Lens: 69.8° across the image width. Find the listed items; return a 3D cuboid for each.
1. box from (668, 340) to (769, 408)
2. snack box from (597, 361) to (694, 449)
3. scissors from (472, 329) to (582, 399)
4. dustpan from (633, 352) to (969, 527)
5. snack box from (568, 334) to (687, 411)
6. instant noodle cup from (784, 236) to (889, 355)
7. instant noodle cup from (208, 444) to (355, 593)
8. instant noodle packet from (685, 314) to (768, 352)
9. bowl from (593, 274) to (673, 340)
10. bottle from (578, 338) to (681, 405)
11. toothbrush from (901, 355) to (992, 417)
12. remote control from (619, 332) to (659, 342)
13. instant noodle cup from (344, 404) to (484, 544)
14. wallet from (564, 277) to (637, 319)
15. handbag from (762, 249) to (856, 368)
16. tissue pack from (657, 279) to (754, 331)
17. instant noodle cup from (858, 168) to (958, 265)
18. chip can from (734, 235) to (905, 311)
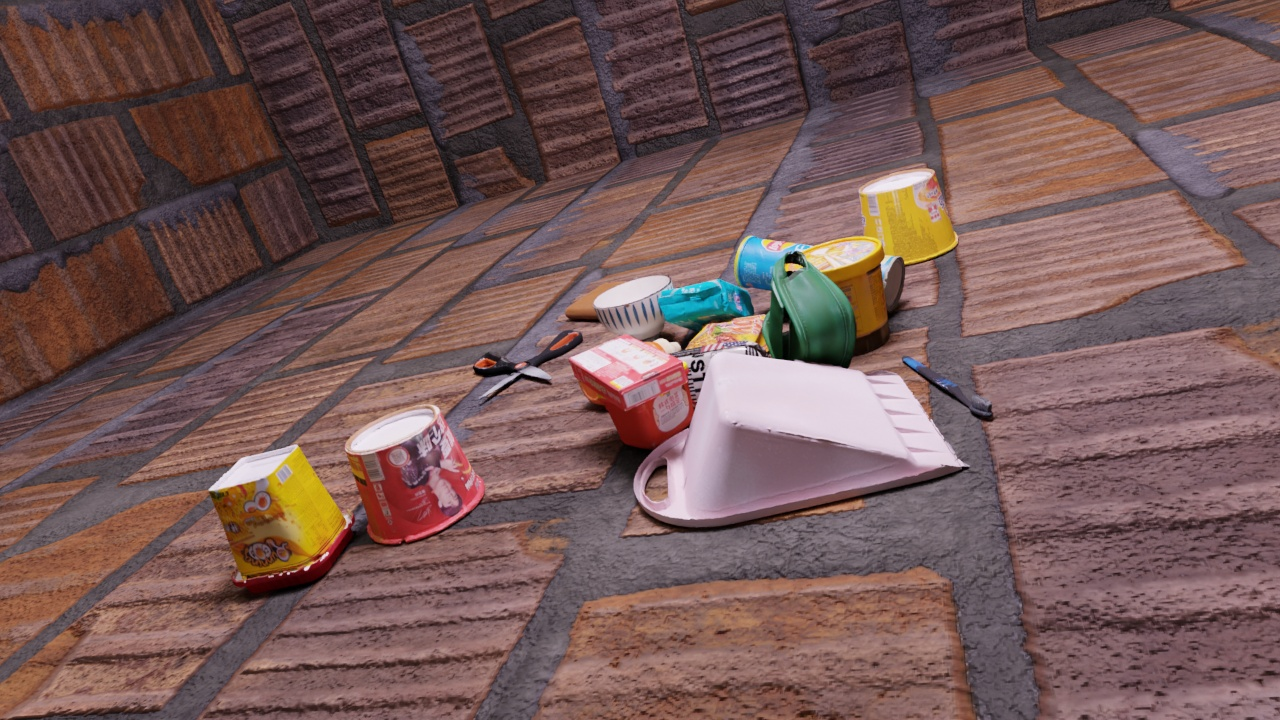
[{"bbox_3d":[0.074,0.012,1.081,0.164,0.075,0.082,-12,9,25],"label":"box"},{"bbox_3d":[0.012,0.048,1.014,0.091,0.080,0.082,-33,23,-35],"label":"snack box"},{"bbox_3d":[-0.181,0.003,1.393,0.221,0.022,0.232,0,26,42],"label":"scissors"},{"bbox_3d":[0.139,0.090,0.897,0.273,0.139,0.222,11,20,-1],"label":"dustpan"},{"bbox_3d":[-0.016,0.010,0.979,0.075,0.025,0.153,-24,21,-18],"label":"snack box"},{"bbox_3d":[0.238,-0.073,1.086,0.118,0.114,0.118,-17,20,6],"label":"instant noodle cup"},{"bbox_3d":[-0.390,0.167,0.987,0.116,0.124,0.115,-14,20,12],"label":"instant noodle cup"},{"bbox_3d":[0.111,-0.019,1.164,0.111,0.044,0.128,-4,24,26],"label":"instant noodle packet"},{"bbox_3d":[-0.003,-0.069,1.294,0.116,0.066,0.116,-16,19,6],"label":"bowl"},{"bbox_3d":[-0.007,0.007,1.179,0.149,0.067,0.067,-23,19,-34],"label":"bottle"},{"bbox_3d":[0.305,0.020,0.925,0.014,0.016,0.189,-12,18,-5],"label":"toothbrush"},{"bbox_3d":[-0.005,-0.020,1.298,0.058,0.021,0.149,-14,20,12],"label":"remote control"},{"bbox_3d":[-0.253,0.120,1.014,0.138,0.109,0.137,-16,20,6],"label":"instant noodle cup"},{"bbox_3d":[-0.051,-0.102,1.540,0.132,0.031,0.107,3,35,48],"label":"wallet"},{"bbox_3d":[0.180,-0.042,1.010,0.068,0.131,0.120,-18,59,-8],"label":"handbag"},{"bbox_3d":[0.091,-0.075,1.246,0.093,0.050,0.133,-10,-10,26],"label":"tissue pack"},{"bbox_3d":[0.383,-0.211,1.336,0.138,0.110,0.138,-16,18,5],"label":"instant noodle cup"},{"bbox_3d":[0.230,-0.115,1.193,0.210,0.071,0.071,13,34,32],"label":"chip can"}]
